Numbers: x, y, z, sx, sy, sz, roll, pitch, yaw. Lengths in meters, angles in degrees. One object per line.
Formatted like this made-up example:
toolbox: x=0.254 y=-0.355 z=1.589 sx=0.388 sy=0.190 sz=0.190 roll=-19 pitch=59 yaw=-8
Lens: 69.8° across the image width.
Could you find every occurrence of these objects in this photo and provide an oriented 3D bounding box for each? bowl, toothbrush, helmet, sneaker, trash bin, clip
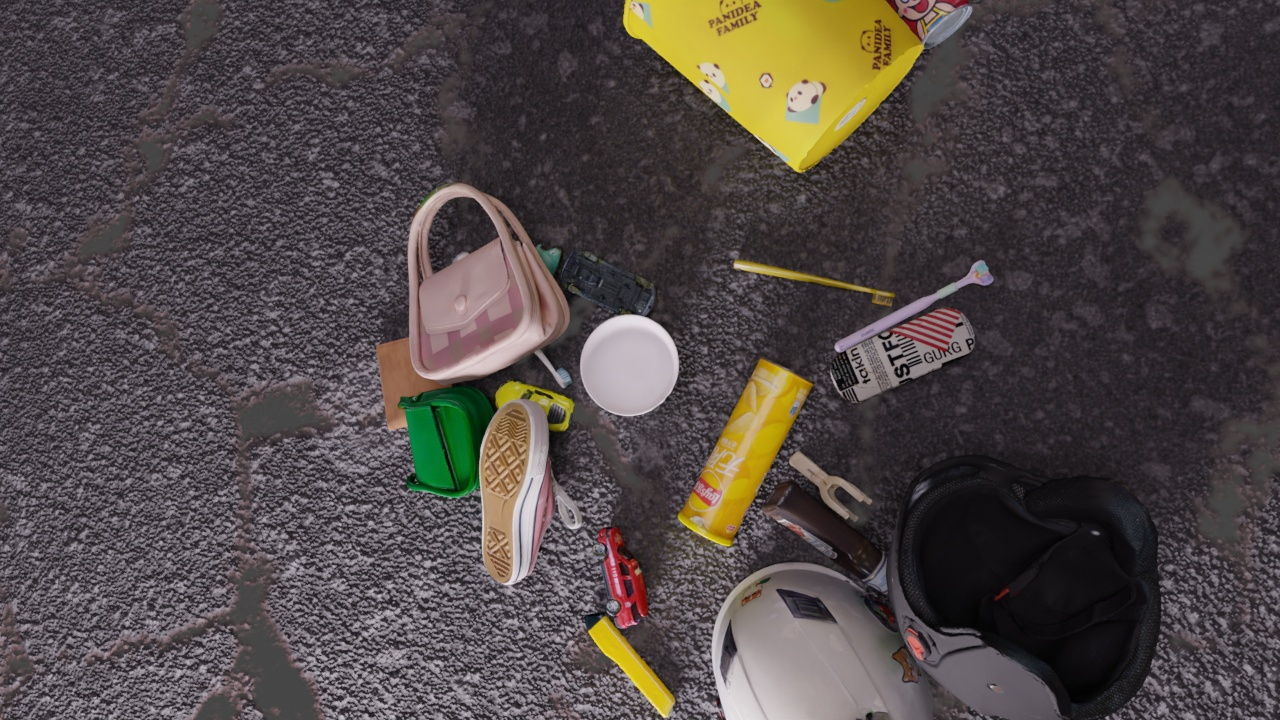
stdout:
bowl: x=-0.006 y=0.006 z=1.096 sx=0.118 sy=0.064 sz=0.118 roll=-1 pitch=88 yaw=14
toothbrush: x=0.201 y=-0.092 z=1.074 sx=0.190 sy=0.015 sz=0.016 roll=14 pitch=97 yaw=14
helmet: x=0.188 y=0.359 z=0.983 sx=0.230 sy=0.156 sz=0.274 roll=-34 pitch=80 yaw=10
sneaker: x=-0.136 y=0.154 z=1.112 sx=0.118 sy=0.087 sz=0.241 roll=22 pitch=114 yaw=36
trash bin: x=0.150 y=-0.360 z=1.003 sx=0.230 sy=0.229 sz=0.255 roll=-44 pitch=84 yaw=8
toothbrush: x=-0.161 y=-0.050 z=1.157 sx=0.026 sy=0.027 sz=0.221 roll=-37 pitch=78 yaw=-17
helmet: x=0.362 y=0.229 z=0.911 sx=0.275 sy=0.231 sz=0.232 roll=41 pitch=64 yaw=15
clip: x=0.215 y=0.142 z=1.035 sx=0.102 sy=0.095 sz=0.035 roll=39 pitch=97 yaw=2
toothbrush: x=0.307 y=-0.057 z=1.043 sx=0.189 sy=0.021 sz=0.029 roll=-29 pitch=92 yaw=13

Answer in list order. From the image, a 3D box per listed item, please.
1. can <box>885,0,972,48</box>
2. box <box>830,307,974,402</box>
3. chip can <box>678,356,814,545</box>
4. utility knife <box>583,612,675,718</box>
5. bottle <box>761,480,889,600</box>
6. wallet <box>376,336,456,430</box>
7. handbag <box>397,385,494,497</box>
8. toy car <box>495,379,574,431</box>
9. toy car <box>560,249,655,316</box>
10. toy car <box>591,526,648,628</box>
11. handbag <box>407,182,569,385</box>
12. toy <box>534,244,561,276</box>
can: x=0.318 y=-0.409 z=1.034 sx=0.066 sy=0.066 sz=0.094 roll=-35 pitch=79 yaw=10
box: x=0.293 y=-0.006 z=1.030 sx=0.164 sy=0.052 sz=0.068 roll=-28 pitch=63 yaw=11
chip can: x=0.122 y=0.104 z=1.057 sx=0.072 sy=0.072 sz=0.213 roll=28 pitch=93 yaw=14
utility knife: x=-0.012 y=0.365 z=1.106 sx=0.033 sy=0.015 sz=0.156 roll=-45 pitch=79 yaw=14
bottle: x=0.228 y=0.207 z=1.021 sx=0.195 sy=0.080 sz=0.044 roll=36 pitch=77 yaw=0
wallet: x=-0.289 y=0.025 z=1.190 sx=0.101 sy=0.020 sz=0.115 roll=-12 pitch=82 yaw=13
handbag: x=-0.242 y=0.099 z=1.142 sx=0.120 sy=0.067 sz=0.131 roll=-1 pitch=101 yaw=20
toy car: x=-0.134 y=0.056 z=1.143 sx=0.105 sy=0.032 sz=0.048 roll=16 pitch=92 yaw=16
toy car: x=-0.039 y=-0.092 z=1.125 sx=0.120 sy=0.036 sz=0.054 roll=25 pitch=93 yaw=4
toy car: x=-0.023 y=0.257 z=1.096 sx=0.045 sy=0.053 sz=0.120 roll=-18 pitch=86 yaw=11
handbag: x=-0.207 y=-0.102 z=1.117 sx=0.194 sy=0.093 sz=0.234 roll=-23 pitch=81 yaw=28
toy: x=-0.134 y=-0.106 z=1.153 sx=0.096 sy=0.030 sz=0.092 roll=22 pitch=88 yaw=21
